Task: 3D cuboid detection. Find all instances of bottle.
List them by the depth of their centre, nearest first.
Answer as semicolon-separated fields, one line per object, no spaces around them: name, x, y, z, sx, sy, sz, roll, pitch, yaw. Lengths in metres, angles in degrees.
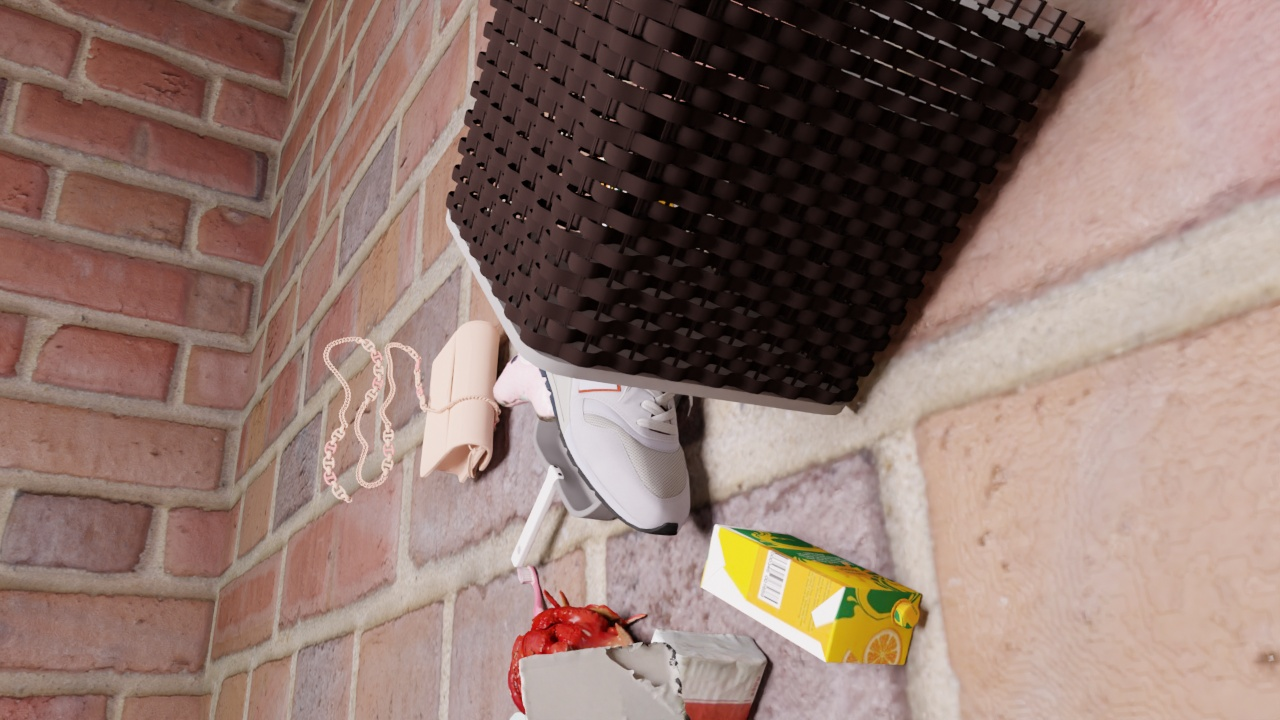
bottle;-0.051;0.230;0.707;0.111;0.099;0.098;133;139;-55

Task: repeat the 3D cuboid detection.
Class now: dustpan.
dustpan;-0.053;0.079;0.811;0.258;0.033;0.163;-65;33;19

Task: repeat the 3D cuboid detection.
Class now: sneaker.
sneaker;-0.004;0.004;0.683;0.124;0.088;0.239;-51;47;24

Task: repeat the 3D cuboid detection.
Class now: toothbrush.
toothbrush;-0.088;0.235;0.828;0.135;0.016;0.022;58;136;50

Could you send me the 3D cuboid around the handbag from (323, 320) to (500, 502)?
handbag;-0.243;0.045;0.982;0.117;0.187;0.198;133;143;-50

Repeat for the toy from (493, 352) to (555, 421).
toy;-0.083;0.006;0.826;0.099;0.052;0.095;15;71;47

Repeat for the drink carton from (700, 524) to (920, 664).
drink carton;0.096;0.133;0.526;0.123;0.058;0.041;13;90;59

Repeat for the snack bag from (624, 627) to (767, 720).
snack bag;0.011;0.281;0.591;0.041;0.077;0.225;32;106;61

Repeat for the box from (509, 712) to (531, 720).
box;-0.078;0.370;0.740;0.202;0.041;0.153;-23;60;53

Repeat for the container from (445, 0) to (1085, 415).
container;0.041;-0.137;0.542;0.247;0.245;0.244;53;127;52

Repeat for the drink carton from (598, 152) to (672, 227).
drink carton;-0.010;-0.150;0.818;0.059;0.040;0.122;-48;41;39
